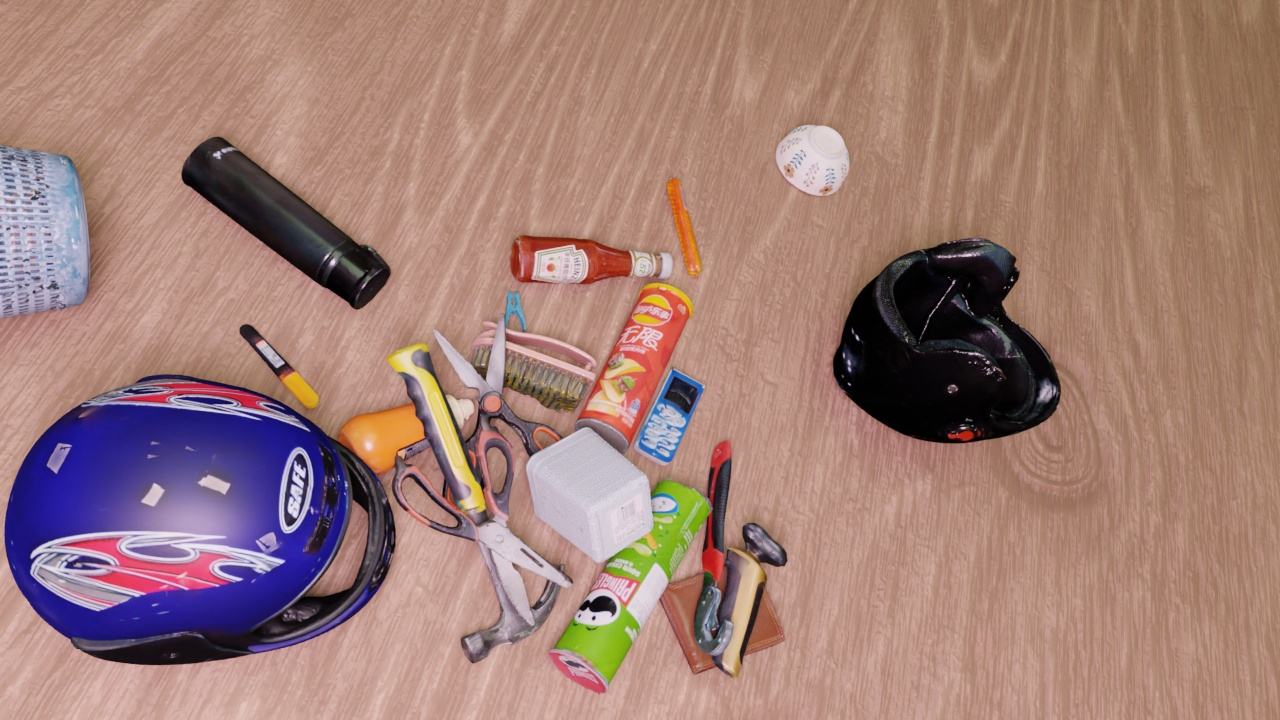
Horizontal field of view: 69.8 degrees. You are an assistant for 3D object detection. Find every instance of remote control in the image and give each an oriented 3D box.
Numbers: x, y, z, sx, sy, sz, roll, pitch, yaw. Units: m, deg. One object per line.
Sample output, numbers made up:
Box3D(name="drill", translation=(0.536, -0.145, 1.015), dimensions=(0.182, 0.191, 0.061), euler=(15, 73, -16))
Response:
Box3D(name="remote control", translation=(0.035, 0.067, 1.112), dimensions=(0.049, 0.024, 0.124), euler=(30, 59, -4))

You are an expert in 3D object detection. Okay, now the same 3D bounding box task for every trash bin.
Box3D(name="trash bin", translation=(-0.642, -0.121, 0.868), dimensions=(0.194, 0.227, 0.226), euler=(-6, 66, -36))

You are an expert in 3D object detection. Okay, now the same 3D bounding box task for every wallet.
Box3D(name="wallet", translation=(0.090, 0.282, 1.020), dimensions=(0.124, 0.032, 0.101), euler=(-12, 66, -25))

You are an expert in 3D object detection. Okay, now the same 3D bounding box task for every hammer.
Box3D(name="hammer", translation=(-0.178, 0.135, 0.951), dimensions=(0.125, 0.032, 0.323), euler=(-21, 89, -30))

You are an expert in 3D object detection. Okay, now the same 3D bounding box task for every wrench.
Box3D(name="wrench", translation=(0.085, 0.202, 1.028), dimensions=(0.016, 0.056, 0.272), euler=(30, 42, -23))

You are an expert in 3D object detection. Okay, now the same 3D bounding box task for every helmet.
Box3D(name="helmet", translation=(0.382, -0.006, 1.157), dimensions=(0.274, 0.231, 0.232), euler=(34, 51, -10))
Box3D(name="helmet", translation=(-0.370, 0.137, 0.804), dimensions=(0.315, 0.241, 0.246), euler=(7, 64, -17))

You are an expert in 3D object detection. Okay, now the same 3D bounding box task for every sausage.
Box3D(name="sausage", translation=(0.059, -0.182, 1.250), dimensions=(0.021, 0.022, 0.165), euler=(-2, 65, -21))

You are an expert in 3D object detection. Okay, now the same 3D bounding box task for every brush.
Box3D(name="brush", translation=(-0.126, 0.004, 1.064), dimensions=(0.145, 0.063, 0.072), euler=(21, 63, -7))

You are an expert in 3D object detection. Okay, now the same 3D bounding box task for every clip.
Box3D(name="clip", translation=(-0.154, -0.060, 1.114), dimensions=(0.038, 0.013, 0.055), euler=(0, 64, -21))

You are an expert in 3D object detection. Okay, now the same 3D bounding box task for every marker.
Box3D(name="marker", translation=(-0.392, 0.006, 0.995), dimensions=(0.124, 0.015, 0.018), euler=(45, 57, 9))

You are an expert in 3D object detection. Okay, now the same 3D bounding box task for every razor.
Box3D(name="razor", translation=(0.114, 0.259, 0.992), dimensions=(0.068, 0.062, 0.167), euler=(6, 57, 22))

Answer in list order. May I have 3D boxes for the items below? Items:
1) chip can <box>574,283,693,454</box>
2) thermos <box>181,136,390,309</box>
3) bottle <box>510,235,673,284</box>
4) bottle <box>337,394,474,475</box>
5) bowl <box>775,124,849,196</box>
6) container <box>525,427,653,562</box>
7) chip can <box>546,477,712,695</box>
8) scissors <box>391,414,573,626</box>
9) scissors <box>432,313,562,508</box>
Box3D(name="chip can", translation=(-0.007, 0.006, 1.101), dimensions=(0.073, 0.073, 0.216), euler=(29, 59, -4))
Box3D(name="thermos", translation=(-0.398, -0.157, 1.053), dimensions=(0.242, 0.069, 0.089), euler=(38, 25, -1))
Box3D(name="bottle", translation=(-0.058, -0.123, 1.155), dimensions=(0.205, 0.060, 0.059), euler=(1, 64, -21))
Box3D(name="bottle", translation=(-0.246, 0.073, 0.989), dimensions=(0.149, 0.067, 0.066), euler=(-21, 73, -36))
Box3D(name="bowl", translation=(0.265, -0.309, 1.367), dimensions=(0.113, 0.062, 0.113), euler=(9, 60, -16))
Box3D(name="container", translation=(-0.050, 0.145, 0.974), dimensions=(0.090, 0.090, 0.111), euler=(-27, 39, -29))
Box3D(name="chip can", translation=(-0.006, 0.235, 0.983), dimensions=(0.072, 0.072, 0.235), euler=(36, 57, 0))
Box3D(name="scissors", translation=(-0.156, 0.161, 0.928), dimensions=(0.188, 0.015, 0.226), euler=(4, 76, -26))
Box3D(name="scissors", translation=(-0.155, 0.068, 1.005), dimensions=(0.228, 0.022, 0.220), euler=(29, 75, -21))
